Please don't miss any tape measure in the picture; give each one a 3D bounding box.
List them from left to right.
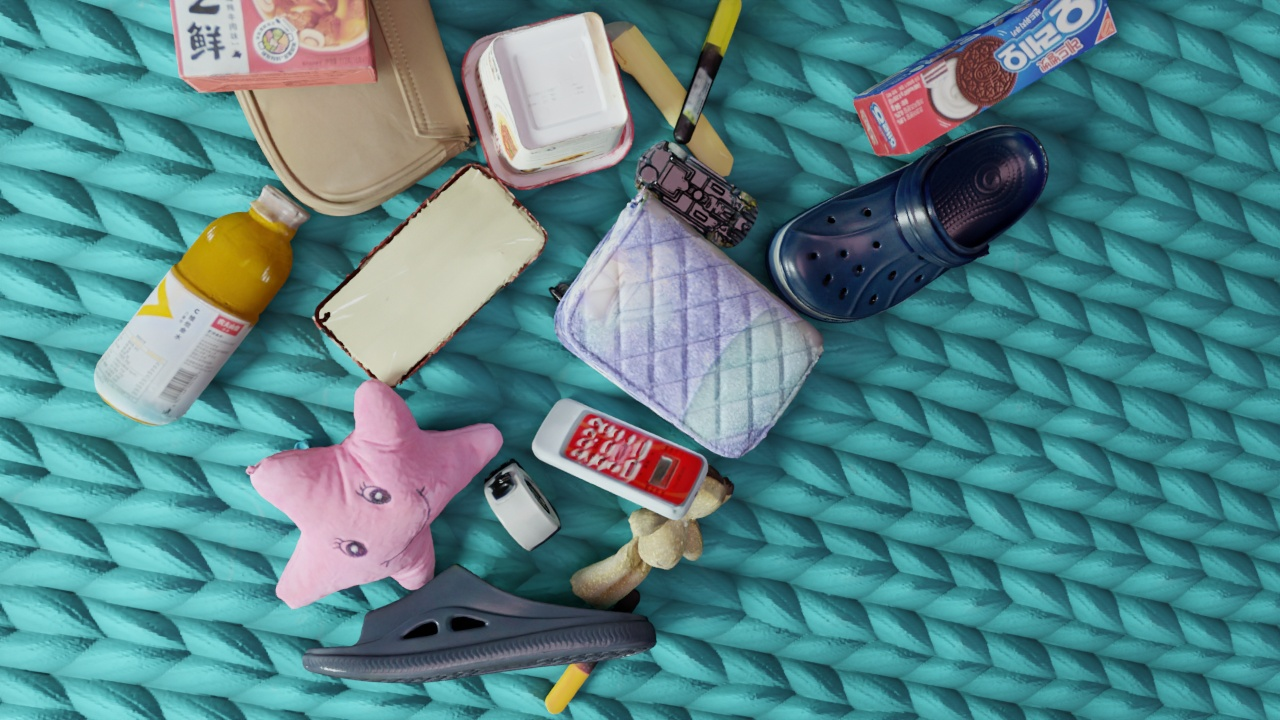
[{"bbox_3d":[-0.093,0.115,0.722,0.033,0.066,0.066,-38,102,-2],"label":"tape measure"}]

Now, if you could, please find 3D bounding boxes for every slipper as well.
[{"bbox_3d":[-0.123,0.205,0.724,0.268,0.111,0.083,-2,67,-10],"label":"slipper"},{"bbox_3d":[0.226,-0.107,0.734,0.252,0.095,0.105,-28,99,-8],"label":"slipper"}]

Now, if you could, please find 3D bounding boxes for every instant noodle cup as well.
[{"bbox_3d":[-0.062,-0.190,0.655,0.116,0.124,0.116,-17,100,-7],"label":"instant noodle cup"}]

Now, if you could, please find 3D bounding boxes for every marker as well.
[{"bbox_3d":[-0.040,0.245,0.776,0.018,0.015,0.124,37,88,-13],"label":"marker"},{"bbox_3d":[0.051,-0.228,0.719,0.018,0.015,0.124,21,88,-18],"label":"marker"}]

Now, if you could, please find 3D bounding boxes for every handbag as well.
[{"bbox_3d":[-0.211,-0.210,0.645,0.147,0.100,0.204,-19,101,-14],"label":"handbag"},{"bbox_3d":[0.035,-0.024,0.717,0.194,0.075,0.134,38,86,-17],"label":"handbag"}]

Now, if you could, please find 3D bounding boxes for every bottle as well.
[{"bbox_3d":[-0.311,-0.042,0.662,0.068,0.068,0.189,38,90,-12],"label":"bottle"}]

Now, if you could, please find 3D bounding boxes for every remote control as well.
[{"bbox_3d":[-0.017,0.075,0.716,0.136,0.020,0.055,22,65,16],"label":"remote control"}]

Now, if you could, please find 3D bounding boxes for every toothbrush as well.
[{"bbox_3d":[-0.004,0.004,0.749,0.189,0.014,0.016,45,76,-13],"label":"toothbrush"}]

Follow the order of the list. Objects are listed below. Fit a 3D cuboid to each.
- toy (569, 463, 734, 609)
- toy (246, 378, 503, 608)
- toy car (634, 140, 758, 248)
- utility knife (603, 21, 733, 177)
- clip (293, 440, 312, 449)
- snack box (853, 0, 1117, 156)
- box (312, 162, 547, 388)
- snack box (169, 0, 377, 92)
[{"bbox_3d":[0.007,0.143,0.751,0.157,0.066,0.105,-45,135,3],"label":"toy"},{"bbox_3d":[-0.210,0.108,0.682,0.178,0.074,0.195,22,103,-38],"label":"toy"},{"bbox_3d":[0.043,-0.132,0.728,0.105,0.031,0.049,33,95,-10],"label":"toy car"},{"bbox_3d":[0.023,-0.205,0.723,0.031,0.018,0.151,-39,100,1],"label":"utility knife"},{"bbox_3d":[-0.258,0.089,0.713,0.013,0.038,0.055,-13,93,-10],"label":"clip"},{"bbox_3d":[0.278,-0.240,0.741,0.207,0.057,0.058,-31,104,-5],"label":"snack box"},{"bbox_3d":[-0.152,-0.061,0.681,0.168,0.079,0.091,-44,102,-1],"label":"box"},{"bbox_3d":[-0.228,-0.236,0.565,0.113,0.044,0.127,-7,94,-9],"label":"snack box"}]
